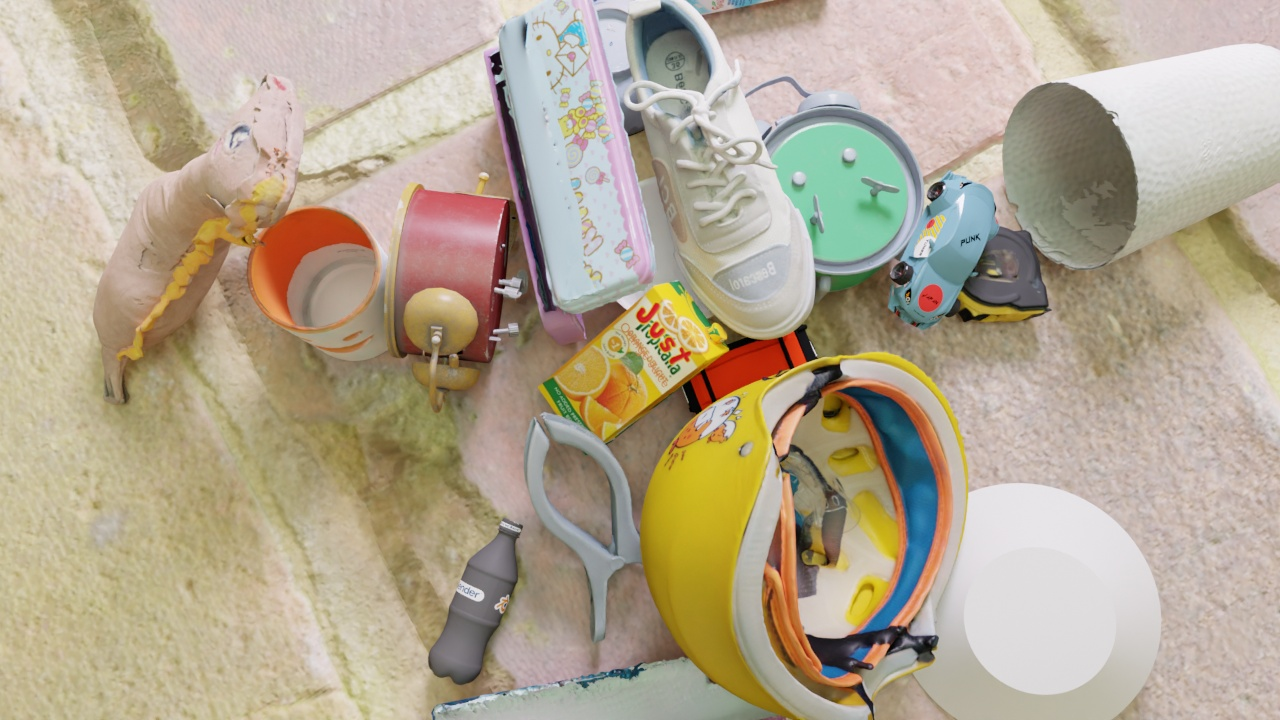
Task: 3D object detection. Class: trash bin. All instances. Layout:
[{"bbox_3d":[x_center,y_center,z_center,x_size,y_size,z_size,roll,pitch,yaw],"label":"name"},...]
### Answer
[{"bbox_3d":[0.367,-0.151,0.650,0.161,0.133,0.133,-19,81,-11],"label":"trash bin"}]

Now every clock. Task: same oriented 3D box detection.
[{"bbox_3d":[0.126,-0.132,0.659,0.122,0.075,0.161,-26,82,-6],"label":"clock"},{"bbox_3d":[-0.119,-0.041,0.609,0.081,0.117,0.158,7,60,-4],"label":"clock"}]

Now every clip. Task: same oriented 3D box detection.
[{"bbox_3d":[-0.020,0.104,0.610,0.090,0.027,0.162,-20,105,-7],"label":"clip"}]

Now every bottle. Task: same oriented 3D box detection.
[{"bbox_3d":[-0.107,0.160,0.617,0.036,0.036,0.109,22,80,2],"label":"bottle"}]

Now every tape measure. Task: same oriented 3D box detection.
[{"bbox_3d":[0.255,-0.063,0.669,0.072,0.042,0.071,-8,83,-1],"label":"tape measure"}]

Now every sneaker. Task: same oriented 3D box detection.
[{"bbox_3d":[0.042,-0.128,0.595,0.090,0.090,0.242,-22,78,15],"label":"sneaker"}]

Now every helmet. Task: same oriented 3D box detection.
[{"bbox_3d":[0.093,0.102,0.578,0.239,0.140,0.209,-34,108,-43],"label":"helmet"}]

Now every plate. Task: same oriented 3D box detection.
[{"bbox_3d":[0.260,0.170,0.611,0.174,0.036,0.174,-1,84,9],"label":"plate"}]

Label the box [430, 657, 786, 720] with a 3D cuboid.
[{"bbox_3d":[-0.017,0.237,0.581,0.230,0.085,0.090,-10,81,-4],"label":"box"}]

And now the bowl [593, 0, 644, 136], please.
[{"bbox_3d":[-0.024,-0.229,0.687,0.114,0.045,0.114,0,80,-2],"label":"bowl"}]

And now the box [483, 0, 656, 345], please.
[{"bbox_3d":[-0.058,-0.127,0.618,0.062,0.140,0.214,-5,75,-31],"label":"box"}]

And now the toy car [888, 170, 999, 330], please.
[{"bbox_3d":[0.211,-0.074,0.624,0.060,0.027,0.107,28,85,-25],"label":"toy car"}]

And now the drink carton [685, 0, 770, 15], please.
[{"bbox_3d":[0.085,-0.298,0.707,0.129,0.039,0.044,-13,80,-4],"label":"drink carton"}]

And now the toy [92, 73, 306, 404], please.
[{"bbox_3d":[-0.275,-0.063,0.566,0.065,0.265,0.196,14,82,-41],"label":"toy"}]

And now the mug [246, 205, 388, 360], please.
[{"bbox_3d":[-0.204,-0.048,0.617,0.082,0.105,0.082,0,79,-2],"label":"mug"}]

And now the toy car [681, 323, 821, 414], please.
[{"bbox_3d":[0.076,0.008,0.645,0.100,0.049,0.051,-20,81,-5],"label":"toy car"}]

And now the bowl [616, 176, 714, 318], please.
[{"bbox_3d":[0.023,-0.075,0.663,0.110,0.040,0.110,0,79,-1],"label":"bowl"}]

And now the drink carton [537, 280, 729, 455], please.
[{"bbox_3d":[-0.004,0.004,0.616,0.123,0.041,0.058,-39,82,26],"label":"drink carton"}]
